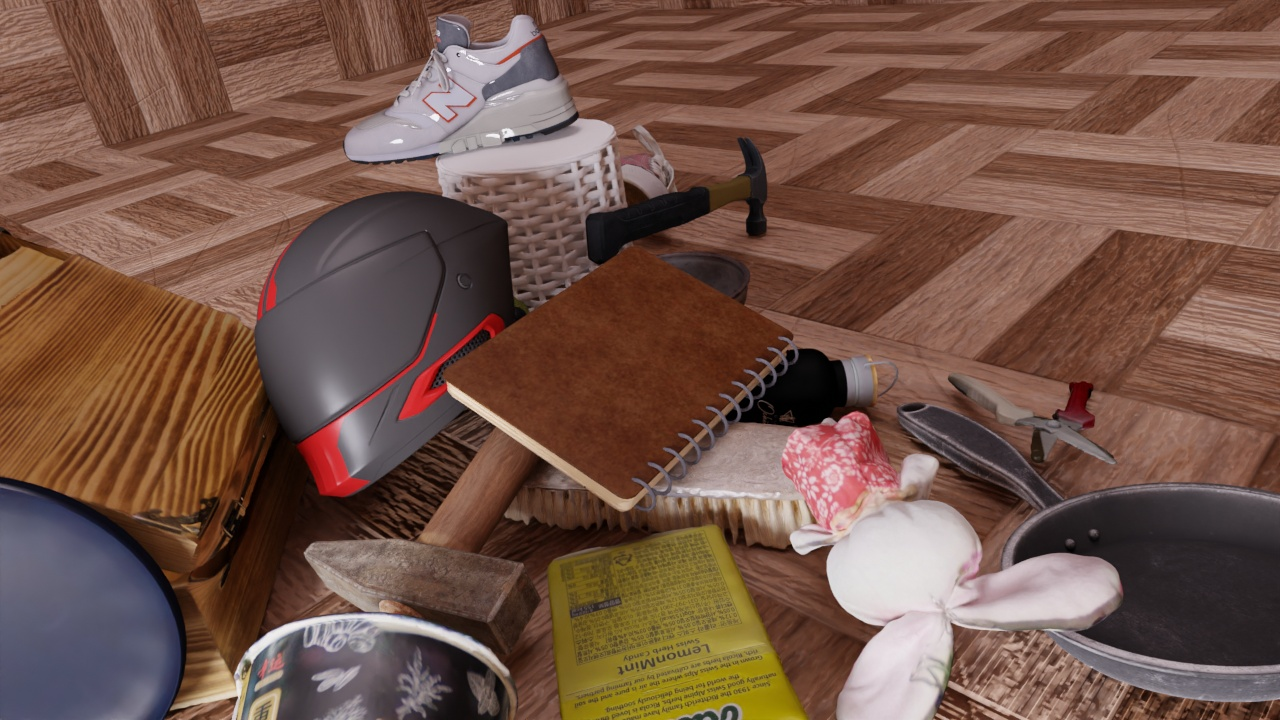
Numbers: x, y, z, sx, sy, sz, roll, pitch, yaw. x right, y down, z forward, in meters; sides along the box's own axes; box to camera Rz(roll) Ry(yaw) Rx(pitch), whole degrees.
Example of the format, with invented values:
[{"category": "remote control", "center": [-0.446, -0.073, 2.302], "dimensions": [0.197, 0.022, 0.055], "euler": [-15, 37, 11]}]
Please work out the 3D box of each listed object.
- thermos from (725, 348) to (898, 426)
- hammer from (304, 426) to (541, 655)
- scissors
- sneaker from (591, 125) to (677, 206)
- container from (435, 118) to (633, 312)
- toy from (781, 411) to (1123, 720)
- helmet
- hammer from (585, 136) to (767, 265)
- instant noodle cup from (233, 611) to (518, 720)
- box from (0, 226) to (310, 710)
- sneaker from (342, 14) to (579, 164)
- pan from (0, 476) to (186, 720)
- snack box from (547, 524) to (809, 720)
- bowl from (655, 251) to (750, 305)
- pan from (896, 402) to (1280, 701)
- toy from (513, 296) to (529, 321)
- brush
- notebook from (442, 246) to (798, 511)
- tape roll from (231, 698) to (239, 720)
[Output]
[{"category": "thermos", "center": [0.090, 0.024, 0.732], "dimensions": [0.231, 0.061, 0.061], "euler": [-5, 28, -2]}, {"category": "hammer", "center": [-0.092, 0.056, 0.649], "dimensions": [0.158, 0.037, 0.299], "euler": [4, 42, 27]}, {"category": "scissors", "center": [0.285, 0.036, 0.662], "dimensions": [0.194, 0.015, 0.179], "euler": [-10, 18, -35]}, {"category": "sneaker", "center": [0.004, -0.236, 1.208], "dimensions": [0.088, 0.118, 0.241], "euler": [-32, 26, -6]}, {"category": "container", "center": [-0.102, -0.137, 0.962], "dimensions": [0.189, 0.187, 0.189], "euler": [-7, 28, 4]}, {"category": "toy", "center": [0.139, 0.102, 0.511], "dimensions": [0.159, 0.084, 0.194], "euler": [-38, 44, 5]}, {"category": "helmet", "center": [-0.192, -0.037, 0.698], "dimensions": [0.165, 0.170, 0.263], "euler": [-26, 16, 42]}, {"category": "hammer", "center": [0.051, -0.167, 0.985], "dimensions": [0.025, 0.118, 0.332], "euler": [10, 23, 34]}, {"category": "instant noodle cup", "center": [-0.128, 0.201, 0.415], "dimensions": [0.137, 0.137, 0.112], "euler": [-7, 38, 4]}, {"category": "box", "center": [-0.368, 0.055, 0.616], "dimensions": [0.269, 0.264, 0.279], "euler": [-9, 26, -5]}, {"category": "sneaker", "center": [-0.188, -0.276, 0.912], "dimensions": [0.240, 0.124, 0.088], "euler": [-10, 28, -1]}, {"category": "pan", "center": [-0.407, 0.104, 0.464], "dimensions": [0.199, 0.356, 0.021], "euler": [-49, 21, 10]}, {"category": "snack box", "center": [0.012, 0.167, 0.518], "dimensions": [0.121, 0.045, 0.180], "euler": [-14, 25, -4]}, {"category": "bowl", "center": [0.035, -0.046, 0.881], "dimensions": [0.145, 0.067, 0.144], "euler": [-7, 28, 4]}, {"category": "pan", "center": [0.268, 0.095, 0.569], "dimensions": [0.187, 0.055, 0.357], "euler": [-17, 17, -14]}, {"category": "toy", "center": [-0.163, -0.011, 0.850], "dimensions": [0.179, 0.078, 0.152], "euler": [37, 50, 23]}, {"category": "brush", "center": [0.014, 0.082, 0.658], "dimensions": [0.272, 0.057, 0.083], "euler": [0, 34, 19]}, {"category": "notebook", "center": [-0.004, 0.004, 0.657], "dimensions": [0.167, 0.024, 0.224], "euler": [31, 44, 20]}, {"category": "tape roll", "center": [-0.190, 0.201, 0.540], "dimensions": [0.094, 0.018, 0.093], "euler": [-7, 28, 4]}]
